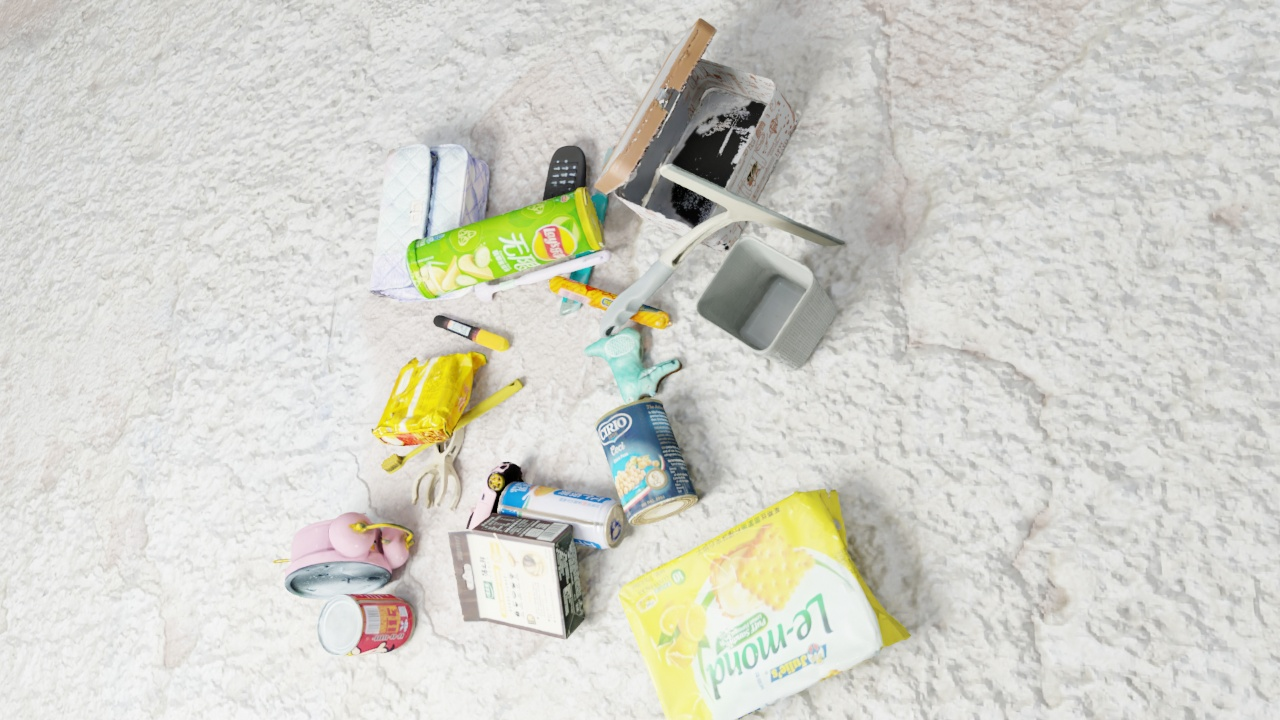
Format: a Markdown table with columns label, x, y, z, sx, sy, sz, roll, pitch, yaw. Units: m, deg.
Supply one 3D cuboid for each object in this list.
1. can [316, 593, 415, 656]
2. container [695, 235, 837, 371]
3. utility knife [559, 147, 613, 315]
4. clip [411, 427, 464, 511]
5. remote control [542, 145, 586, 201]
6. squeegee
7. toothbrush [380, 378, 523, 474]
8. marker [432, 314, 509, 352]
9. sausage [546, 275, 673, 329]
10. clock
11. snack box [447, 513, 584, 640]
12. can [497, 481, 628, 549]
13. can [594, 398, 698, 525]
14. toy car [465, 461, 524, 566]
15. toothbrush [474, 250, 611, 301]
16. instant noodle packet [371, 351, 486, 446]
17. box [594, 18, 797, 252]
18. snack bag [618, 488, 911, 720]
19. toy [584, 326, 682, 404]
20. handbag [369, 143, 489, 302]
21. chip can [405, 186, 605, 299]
| label | x | y | z | sx | sy | sz | roll | pitch | yaw |
| --- | --- | --- | --- | --- | --- | --- | --- | --- | --- |
| can | -0.306 | 0.296 | 1.032 | 0.067 | 0.093 | 0.066 | -7 | 75 | 25 |
| container | 0.127 | -0.050 | 0.888 | 0.090 | 0.114 | 0.090 | 36 | 94 | 29 |
| utility knife | -0.059 | -0.150 | 1.065 | 0.029 | 0.013 | 0.207 | 11 | 82 | 27 |
| clip | -0.245 | 0.128 | 1.079 | 0.084 | 0.034 | 0.104 | -17 | 66 | 22 |
| remote control | -0.091 | -0.187 | 1.085 | 0.053 | 0.024 | 0.136 | 5 | 82 | 25 |
| squeegee | 0.035 | -0.097 | 0.928 | 0.247 | 0.246 | 0.039 | -37 | 54 | 37 |
| toothbrush | -0.219 | 0.075 | 1.065 | 0.190 | 0.016 | 0.015 | -33 | 56 | 2 |
| marker | -0.206 | -0.034 | 1.111 | 0.124 | 0.015 | 0.018 | 20 | 85 | 32 |
| sausage | -0.036 | -0.065 | 1.021 | 0.165 | 0.021 | 0.021 | 20 | 87 | 23 |
| clock | -0.333 | 0.221 | 1.055 | 0.159 | 0.117 | 0.059 | -25 | 56 | 21 |
| snack box | -0.128 | 0.224 | 0.957 | 0.126 | 0.053 | 0.113 | 4 | 110 | 28 |
| can | -0.082 | 0.164 | 0.975 | 0.135 | 0.053 | 0.053 | 6 | 80 | 28 |
| can | 0.006 | 0.105 | 0.934 | 0.075 | 0.075 | 0.111 | -28 | 67 | 18 |
| toy car | -0.165 | 0.170 | 1.016 | 0.037 | 0.056 | 0.122 | 15 | 84 | 22 |
| toothbrush | -0.114 | -0.100 | 1.069 | 0.190 | 0.021 | 0.029 | -12 | 110 | 28 |
| instant noodle packet | -0.245 | 0.043 | 1.072 | 0.111 | 0.044 | 0.128 | -6 | 45 | 23 |
| box | 0.041 | -0.239 | 0.943 | 0.153 | 0.178 | 0.182 | 27 | 90 | 28 |
| snack bag | 0.104 | 0.238 | 0.855 | 0.247 | 0.068 | 0.158 | -32 | 65 | 17 |
| toy | -0.006 | 0.006 | 0.993 | 0.096 | 0.030 | 0.092 | -25 | 72 | 12 |
| handbag | -0.265 | -0.174 | 1.140 | 0.134 | 0.075 | 0.193 | -2 | 76 | 24 |
| chip can | -0.154 | -0.130 | 1.034 | 0.221 | 0.072 | 0.072 | -16 | 70 | 8 |
